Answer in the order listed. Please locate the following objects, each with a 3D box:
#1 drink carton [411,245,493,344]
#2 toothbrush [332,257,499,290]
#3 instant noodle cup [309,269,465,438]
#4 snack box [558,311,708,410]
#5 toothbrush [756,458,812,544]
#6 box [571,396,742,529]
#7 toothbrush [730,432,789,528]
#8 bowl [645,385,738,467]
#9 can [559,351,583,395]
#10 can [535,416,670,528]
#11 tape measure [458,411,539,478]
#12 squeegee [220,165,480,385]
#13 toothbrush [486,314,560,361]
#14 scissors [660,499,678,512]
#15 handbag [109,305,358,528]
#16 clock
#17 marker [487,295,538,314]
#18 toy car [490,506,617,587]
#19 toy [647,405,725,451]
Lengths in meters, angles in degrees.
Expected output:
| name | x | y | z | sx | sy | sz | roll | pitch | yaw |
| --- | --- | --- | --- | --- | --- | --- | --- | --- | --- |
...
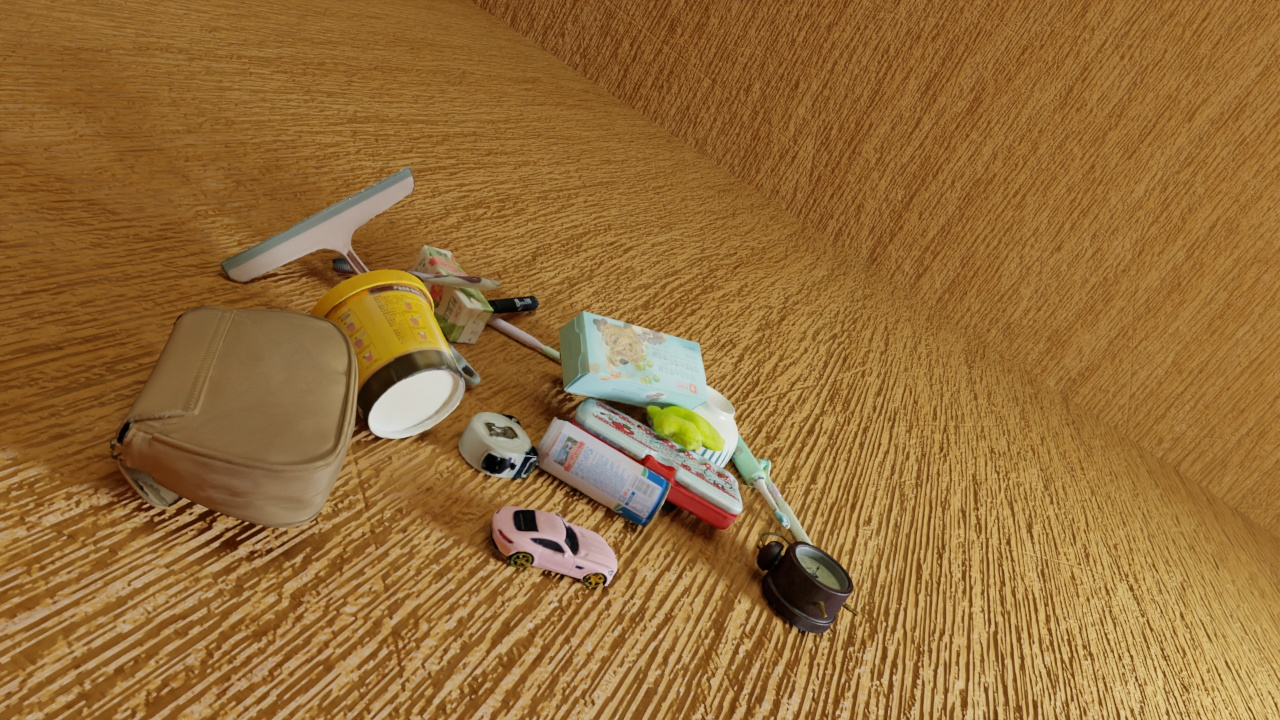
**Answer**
| name | x | y | z | sx | sy | sz | roll | pitch | yaw |
| --- | --- | --- | --- | --- | --- | --- | --- | --- | --- |
| drink carton | -0.219 | -0.076 | 1.063 | 0.045 | 0.054 | 0.122 | 6 | 34 | -48 |
| toothbrush | -0.250 | -0.097 | 1.021 | 0.187 | 0.017 | 0.016 | 7 | 46 | 0 |
| instant noodle cup | -0.224 | -0.002 | 0.830 | 0.118 | 0.119 | 0.114 | 2 | 44 | -51 |
| snack box | -0.006 | 0.006 | 1.016 | 0.174 | 0.052 | 0.074 | 14 | 56 | -36 |
| toothbrush | 0.175 | 0.184 | 1.085 | 0.189 | 0.029 | 0.020 | -117 | -177 | -49 |
| box | 0.019 | 0.103 | 0.972 | 0.201 | 0.047 | 0.086 | 30 | 17 | -4 |
| toothbrush | 0.130 | 0.127 | 1.133 | 0.027 | 0.026 | 0.224 | 42 | 12 | -41 |
| bowl | 0.072 | 0.071 | 1.112 | 0.116 | 0.066 | 0.116 | 30 | 20 | -12 |
| can | -0.029 | 0.009 | 1.088 | 0.148 | 0.075 | 0.049 | 3 | 67 | -44 |
| can | -0.040 | 0.110 | 0.909 | 0.134 | 0.053 | 0.053 | 31 | 22 | -3 |
| tape measure | -0.137 | 0.080 | 0.872 | 0.066 | 0.034 | 0.065 | 9 | 30 | -44 |
| squeegee | -0.260 | -0.060 | 0.974 | 0.249 | 0.040 | 0.246 | 47 | 51 | 4 |
| toothbrush | -0.147 | -0.033 | 1.112 | 0.189 | 0.021 | 0.029 | 27 | 43 | -6 |
| scissors | 0.003 | 0.109 | 1.022 | 0.177 | 0.014 | 0.159 | 4 | 34 | -51 |
| handbag | -0.290 | 0.039 | 0.682 | 0.147 | 0.100 | 0.204 | 15 | 27 | -19 |
| clock | 0.164 | 0.222 | 0.941 | 0.082 | 0.055 | 0.122 | 11 | 29 | -41 |
| marker | -0.160 | -0.069 | 1.144 | 0.022 | 0.020 | 0.131 | 0 | 6 | 15 |
| toy car | -0.072 | 0.158 | 0.793 | 0.122 | 0.037 | 0.056 | 22 | 26 | -25 |
| toy | 0.051 | 0.074 | 1.011 | 0.096 | 0.031 | 0.100 | 33 | 13 | 2 |
